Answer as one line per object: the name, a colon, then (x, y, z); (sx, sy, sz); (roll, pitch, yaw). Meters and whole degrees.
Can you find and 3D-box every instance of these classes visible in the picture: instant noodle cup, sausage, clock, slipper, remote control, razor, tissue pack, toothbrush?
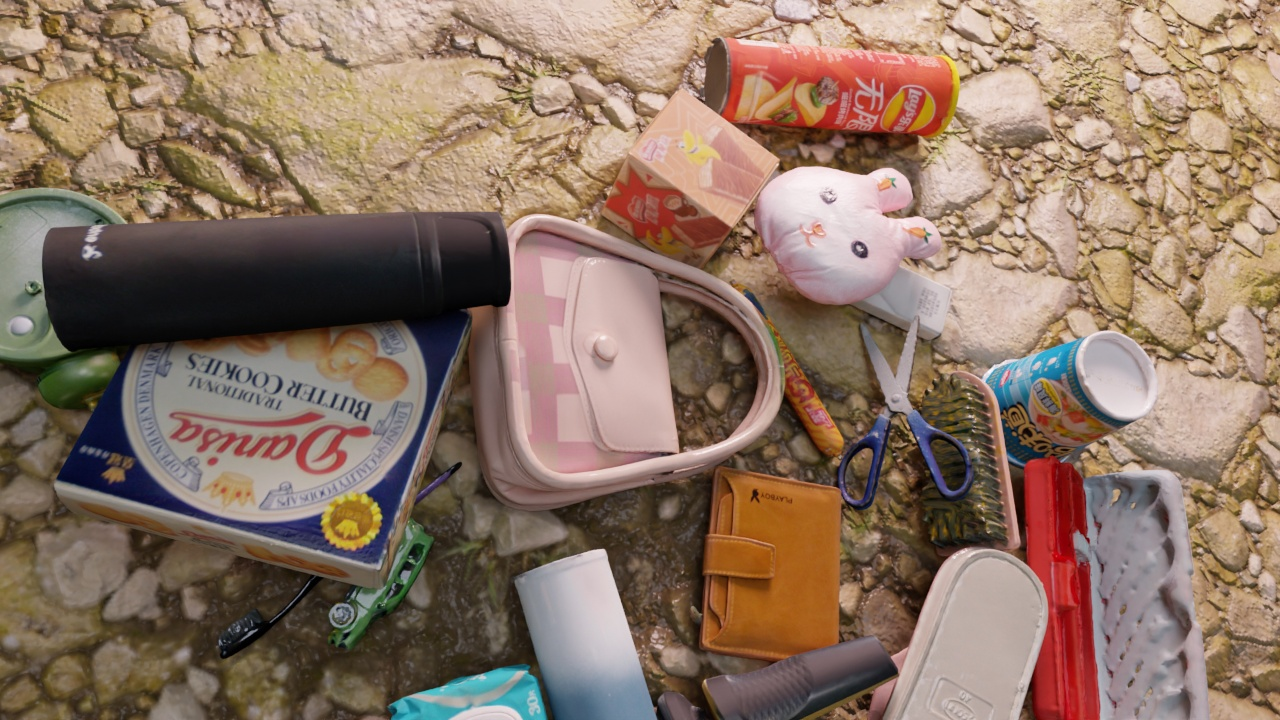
instant noodle cup: (0.340, 0.029, 0.725); (0.099, 0.110, 0.099); (5, 70, -15)
sausage: (0.113, 0.006, 0.718); (0.021, 0.021, 0.165); (-27, 80, -22)
clock: (-0.360, -0.036, 0.584); (0.161, 0.056, 0.116); (36, 67, -1)
slipper: (0.208, 0.261, 0.635); (0.114, 0.054, 0.274); (23, 74, -3)
remote control: (0.199, -0.063, 0.766); (0.125, 0.024, 0.049); (24, 67, -7)
razor: (0.095, 0.224, 0.608); (0.167, 0.068, 0.062); (-16, 36, -14)
tissue pack: (-0.093, 0.259, 0.556); (0.093, 0.050, 0.133); (-15, 76, -21)
toothbrush: (-0.192, 0.124, 0.598); (0.188, 0.014, 0.017); (-40, 73, -24)

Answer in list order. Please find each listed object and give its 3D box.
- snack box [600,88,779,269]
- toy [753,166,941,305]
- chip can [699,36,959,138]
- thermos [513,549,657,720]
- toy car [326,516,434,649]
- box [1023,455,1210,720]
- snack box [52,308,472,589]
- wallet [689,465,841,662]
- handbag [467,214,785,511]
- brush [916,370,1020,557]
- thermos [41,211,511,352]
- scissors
snack box: (0.036, -0.133, 0.708); (0.094, 0.093, 0.076); (36, 66, -1)
toy: (0.168, -0.107, 0.733); (0.159, 0.054, 0.121); (-21, 74, -26)
chip can: (0.163, -0.235, 0.791); (0.216, 0.073, 0.073); (0, 71, -16)
thermos: (-0.020, 0.233, 0.580); (0.070, 0.070, 0.220); (-14, 76, -20)
toy car: (-0.166, 0.142, 0.581); (0.036, 0.043, 0.091); (34, 66, -3)
box: (0.347, 0.171, 0.678); (0.095, 0.100, 0.200); (28, 60, -43)
snack box: (-0.214, 0.026, 0.556); (0.178, 0.046, 0.182); (16, 60, -6)
wallet: (0.088, 0.148, 0.658); (0.119, 0.035, 0.130); (13, 68, -18)
handbag: (-0.004, 0.004, 0.662); (0.234, 0.094, 0.193); (2, 71, -22)
brush: (0.255, 0.078, 0.715); (0.073, 0.063, 0.145); (21, 61, -40)
thermos: (-0.204, -0.055, 0.544); (0.242, 0.068, 0.090); (-6, 31, -18)
scissors: (0.203, 0.043, 0.708); (0.163, 0.012, 0.162); (32, 81, 38)
